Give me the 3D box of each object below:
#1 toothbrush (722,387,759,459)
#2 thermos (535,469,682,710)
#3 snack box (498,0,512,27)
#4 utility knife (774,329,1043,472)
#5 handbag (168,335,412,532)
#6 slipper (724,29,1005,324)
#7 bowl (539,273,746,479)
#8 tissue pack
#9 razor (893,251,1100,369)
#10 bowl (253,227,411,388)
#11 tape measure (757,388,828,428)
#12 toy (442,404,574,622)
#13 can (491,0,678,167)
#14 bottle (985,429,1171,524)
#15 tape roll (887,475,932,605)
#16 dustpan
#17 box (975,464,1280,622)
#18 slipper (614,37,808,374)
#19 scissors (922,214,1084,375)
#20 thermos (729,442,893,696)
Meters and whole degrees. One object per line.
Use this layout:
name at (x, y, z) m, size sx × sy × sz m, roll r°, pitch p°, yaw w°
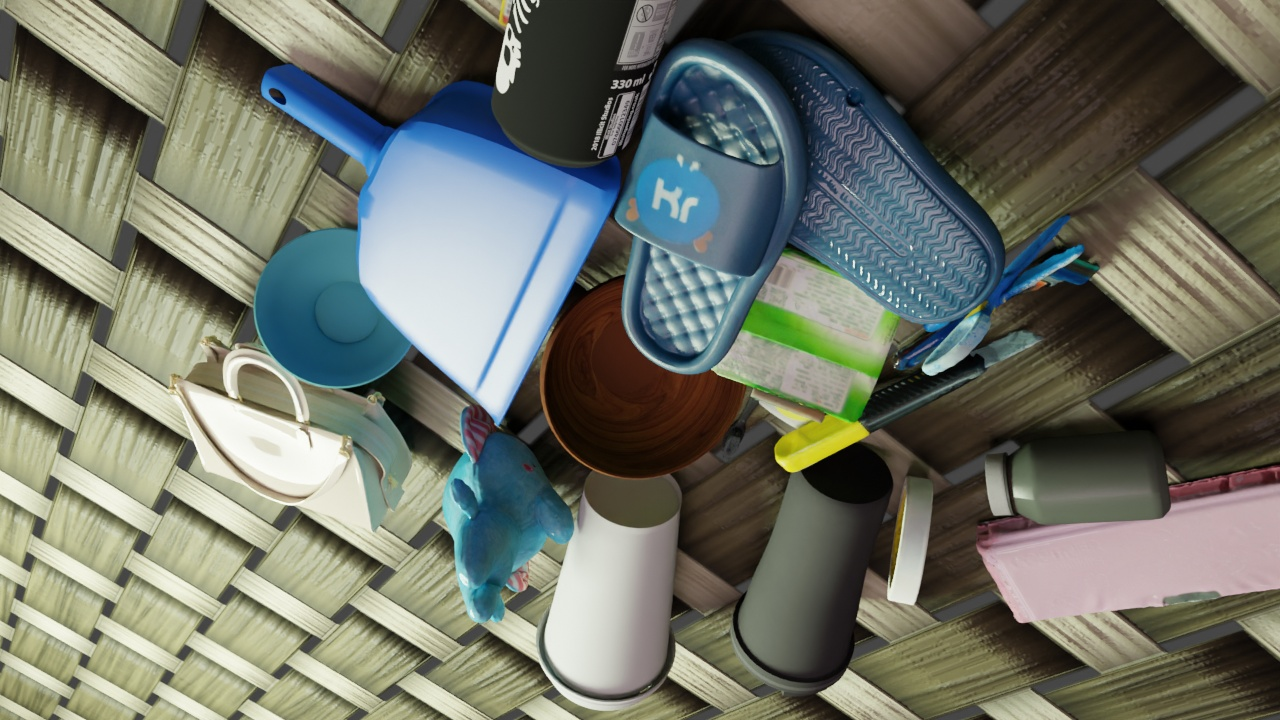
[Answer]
toothbrush at (0.094, 0.012, 0.673) m, size 0.014 × 0.017 × 0.188 m, roll 19°, pitch 133°, yaw -4°
thermos at (-0.021, 0.197, 0.815) m, size 0.131 × 0.131 × 0.222 m, roll 15°, pitch 126°, yaw 8°
snack box at (-0.025, -0.239, 0.492) m, size 0.075 × 0.025 × 0.153 m, roll 23°, pitch 134°, yaw 0°
utility knife at (0.178, 0.027, 0.628) m, size 0.198 × 0.028 × 0.020 m, roll -31°, pitch 125°, yaw 28°
handbag at (-0.301, 0.047, 0.779) m, size 0.195 × 0.101 × 0.198 m, roll 18°, pitch 146°, yaw 7°
slipper at (0.119, -0.109, 0.529) m, size 0.214 × 0.059 × 0.104 m, roll 40°, pitch 129°, yaw 3°
bowl at (-0.004, 0.004, 0.654) m, size 0.147 × 0.069 × 0.147 m, roll -5°, pitch 108°, yaw -15°
tissue pack at (0.108, -0.018, 0.604) m, size 0.114 × 0.034 × 0.100 m, roll 21°, pitch 104°, yaw 2°
razor at (0.216, -0.031, 0.585) m, size 0.043 × 0.018 × 0.141 m, roll 9°, pitch 148°, yaw -39°
bowl at (-0.232, -0.039, 0.716) m, size 0.121 × 0.121 × 0.046 m, roll 31°, pitch 174°, yaw -7°
tape measure at (0.120, 0.018, 0.657) m, size 0.064 × 0.016 × 0.065 m, roll 35°, pitch 126°, yaw -22°
toy at (-0.113, 0.135, 0.760) m, size 0.115 × 0.180 × 0.183 m, roll -10°, pitch 114°, yaw -1°
can at (-0.025, -0.178, 0.471) m, size 0.080 × 0.080 × 0.146 m, roll 24°, pitch 134°, yaw 0°
bottle at (0.296, 0.081, 0.625) m, size 0.109 × 0.060 × 0.060 m, roll -8°, pitch 126°, yaw 27°
tape roll at (0.201, 0.133, 0.684) m, size 0.019 × 0.093 × 0.094 m, roll 9°, pitch 132°, yaw 14°
dustpan at (-0.155, -0.108, 0.612) m, size 0.257 × 0.059 × 0.246 m, roll 34°, pitch 135°, yaw 0°
box at (0.372, 0.132, 0.661) m, size 0.233 × 0.041 × 0.098 m, roll -22°, pitch 112°, yaw 34°
slipper at (0.033, -0.073, 0.526) m, size 0.104 × 0.059 × 0.214 m, roll 26°, pitch 132°, yaw 18°
scissors at (0.203, -0.036, 0.536) m, size 0.016 × 0.124 × 0.126 m, roll 40°, pitch 147°, yaw -6°
thermos at (0.139, 0.166, 0.738) m, size 0.106 × 0.105 × 0.219 m, roll 14°, pitch 128°, yaw 9°
